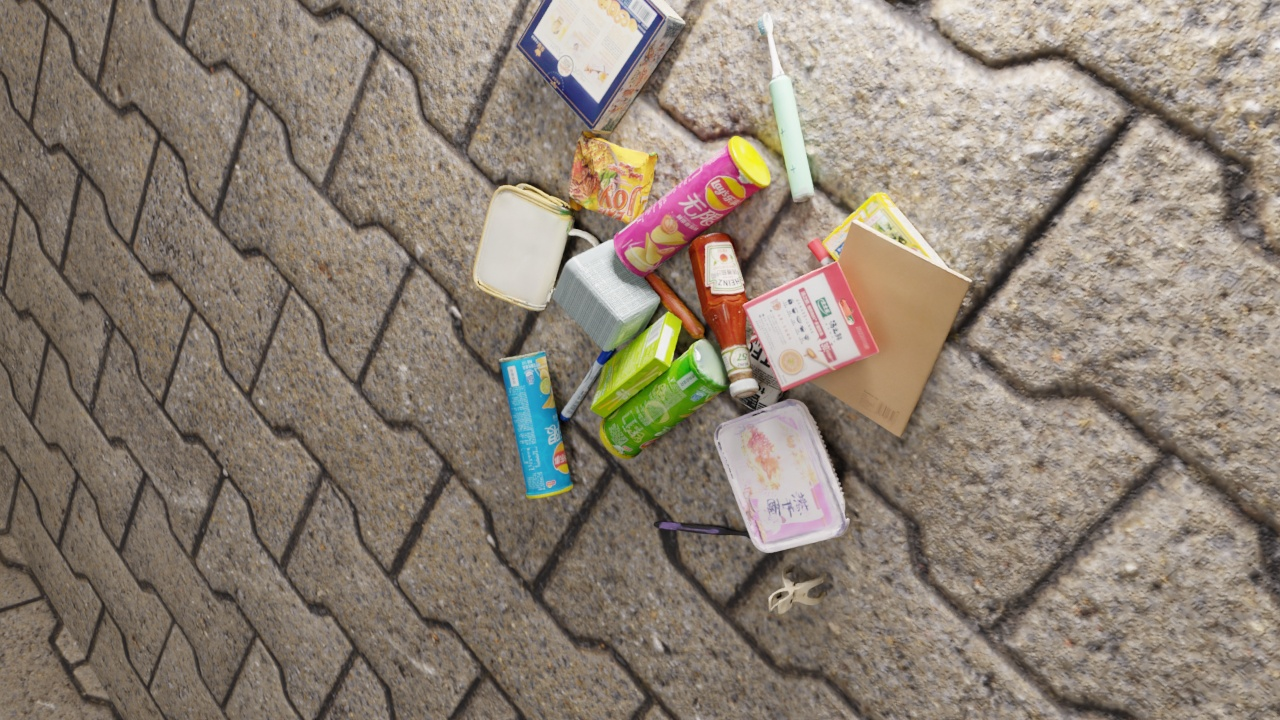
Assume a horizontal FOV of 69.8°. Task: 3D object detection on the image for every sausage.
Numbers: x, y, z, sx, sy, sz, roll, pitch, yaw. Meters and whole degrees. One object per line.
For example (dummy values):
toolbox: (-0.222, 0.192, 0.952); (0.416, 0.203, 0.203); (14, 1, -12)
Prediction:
sausage: (0.033, -0.087, 1.222); (0.165, 0.021, 0.022); (50, 122, 18)

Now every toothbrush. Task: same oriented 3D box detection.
toothbrush: (0.094, 0.230, 1.248); (0.189, 0.016, 0.014); (-2, 86, 39)
toothbrush: (0.170, -0.298, 1.081); (0.027, 0.026, 0.224); (-9, 94, 58)

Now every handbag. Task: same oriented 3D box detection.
handbag: (-0.139, -0.153, 1.318); (0.179, 0.063, 0.164); (25, 113, 13)

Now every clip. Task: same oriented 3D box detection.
clip: (0.184, 0.287, 1.150); (0.094, 0.102, 0.035); (19, 113, 58)

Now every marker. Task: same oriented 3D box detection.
marker: (-0.078, 0.034, 1.327); (0.017, 0.016, 0.146); (46, 122, 19)
marker: (0.243, -0.082, 1.077); (0.017, 0.017, 0.145); (-42, 75, 33)

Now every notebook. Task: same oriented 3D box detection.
notebook: (0.268, -0.033, 1.038); (0.149, 0.012, 0.212); (35, 130, 30)

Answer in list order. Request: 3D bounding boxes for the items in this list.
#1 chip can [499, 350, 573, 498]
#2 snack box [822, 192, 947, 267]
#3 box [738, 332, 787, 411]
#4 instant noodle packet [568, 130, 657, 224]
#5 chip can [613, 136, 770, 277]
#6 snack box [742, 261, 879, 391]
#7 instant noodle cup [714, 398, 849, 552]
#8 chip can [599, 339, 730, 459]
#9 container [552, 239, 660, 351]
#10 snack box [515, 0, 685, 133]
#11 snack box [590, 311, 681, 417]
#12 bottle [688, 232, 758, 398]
chip can: (-0.154, 0.094, 1.361); (0.071, 0.071, 0.210); (-9, 93, 36)
snack box: (0.282, -0.109, 1.036); (0.087, 0.033, 0.140); (-45, 74, 32)
box: (0.162, -0.012, 1.124); (0.072, 0.059, 0.164); (42, 124, 46)
instant noodle packet: (-0.037, -0.240, 1.231); (0.128, 0.044, 0.111); (25, 117, 29)
chip can: (0.061, -0.188, 1.150); (0.211, 0.071, 0.071); (-35, 78, 34)
snack box: (0.199, -0.041, 1.050); (0.127, 0.044, 0.113); (-25, 89, 32)
instant noodle cup: (0.182, 0.139, 1.137); (0.138, 0.060, 0.173); (-23, 87, 36)
chip can: (0.034, 0.052, 1.201); (0.222, 0.072, 0.072); (-40, 75, 42)
container: (-0.043, -0.084, 1.226); (0.111, 0.090, 0.090); (49, 144, 15)
snack box: (-0.058, -0.428, 1.206); (0.178, 0.045, 0.183); (51, 123, 17)
snack box: (-0.007, 0.007, 1.221); (0.026, 0.085, 0.157); (33, 136, -19)
bottle: (0.106, -0.056, 1.125); (0.060, 0.059, 0.206); (-24, 70, 36)
